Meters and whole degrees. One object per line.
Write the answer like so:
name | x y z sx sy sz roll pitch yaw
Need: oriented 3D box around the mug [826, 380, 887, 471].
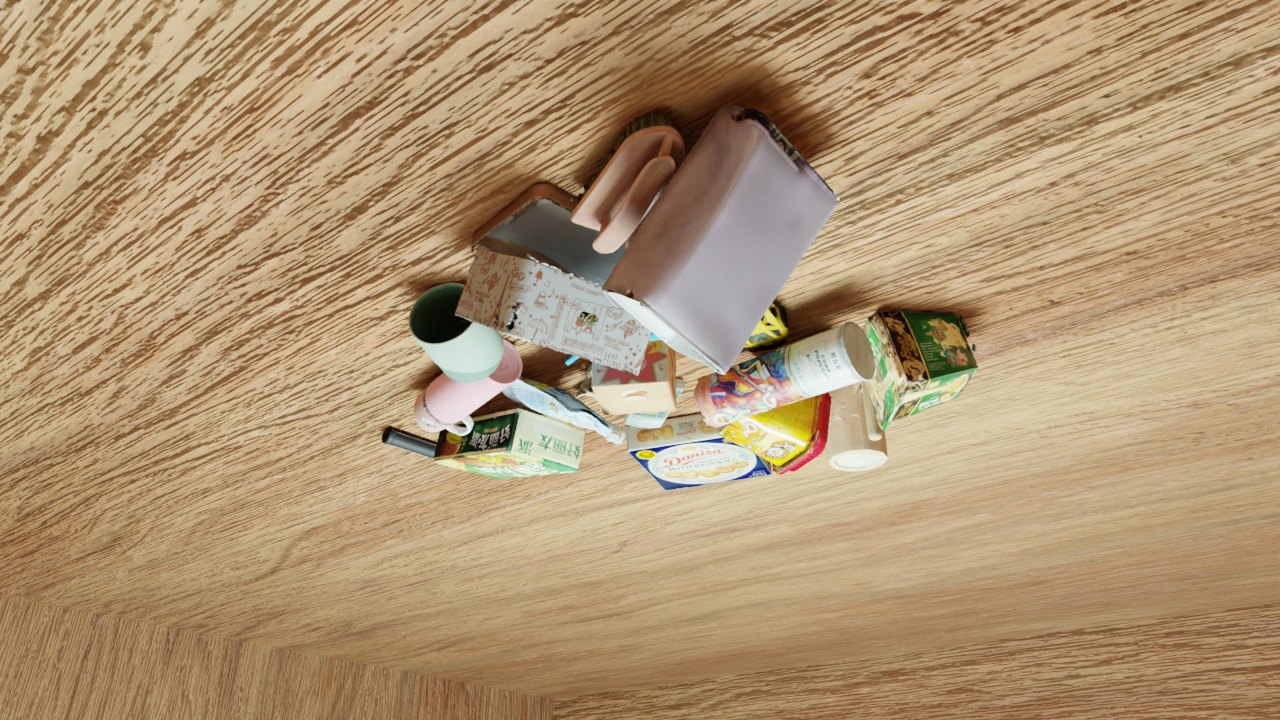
mug | 0.297 0.081 1.245 0.084 0.103 0.125 4 151 -6

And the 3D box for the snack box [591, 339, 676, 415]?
snack box | -0.007 0.007 1.121 0.093 0.094 0.077 -4 151 8

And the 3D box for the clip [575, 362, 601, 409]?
clip | -0.051 0.040 1.233 0.076 0.034 0.104 16 153 5

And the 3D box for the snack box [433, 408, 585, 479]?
snack box | -0.192 0.122 1.310 0.114 0.063 0.241 22 159 -34

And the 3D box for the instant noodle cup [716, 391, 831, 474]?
instant noodle cup | 0.178 0.077 1.244 0.123 0.115 0.116 21 147 -13

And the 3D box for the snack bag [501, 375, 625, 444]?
snack bag | -0.103 0.059 1.182 0.191 0.038 0.110 16 158 49

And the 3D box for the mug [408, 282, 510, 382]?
mug | -0.199 -0.036 1.073 0.111 0.082 0.106 -33 149 -6

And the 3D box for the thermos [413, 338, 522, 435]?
thermos | -0.227 0.044 1.211 0.087 0.067 0.199 40 136 -16

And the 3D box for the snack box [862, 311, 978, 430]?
snack box | 0.336 0.005 1.112 0.105 0.118 0.118 -8 151 -6

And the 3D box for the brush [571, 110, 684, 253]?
brush | -0.007 -0.161 0.841 0.063 0.073 0.146 15 146 -24

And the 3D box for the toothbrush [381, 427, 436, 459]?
toothbrush | -0.310 0.149 1.452 0.212 0.026 0.027 26 180 -38

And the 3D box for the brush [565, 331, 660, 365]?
brush | 0.020 -0.033 1.022 0.255 0.083 0.046 -15 113 30

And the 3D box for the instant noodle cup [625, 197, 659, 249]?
instant noodle cup | 0.048 -0.112 0.917 0.110 0.099 0.099 27 142 -27

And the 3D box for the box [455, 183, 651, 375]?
box | -0.076 -0.089 0.966 0.181 0.158 0.149 19 -178 -37

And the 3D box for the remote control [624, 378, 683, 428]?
remote control | 0.017 0.061 1.296 0.056 0.019 0.135 7 150 -12

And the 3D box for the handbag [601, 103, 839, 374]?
handbag | 0.067 -0.107 0.815 0.098 0.197 0.145 29 174 40

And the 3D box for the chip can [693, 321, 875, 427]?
chip can | 0.168 0.020 1.102 0.215 0.071 0.071 -22 144 36

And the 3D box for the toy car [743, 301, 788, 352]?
toy car | 0.118 -0.058 1.061 0.071 0.041 0.156 -15 146 25

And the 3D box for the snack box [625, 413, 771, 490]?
snack box | 0.092 0.141 1.414 0.178 0.045 0.182 -11 150 19

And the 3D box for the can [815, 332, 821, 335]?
can | 0.199 0.007 1.158 0.117 0.058 0.058 -23 144 36
